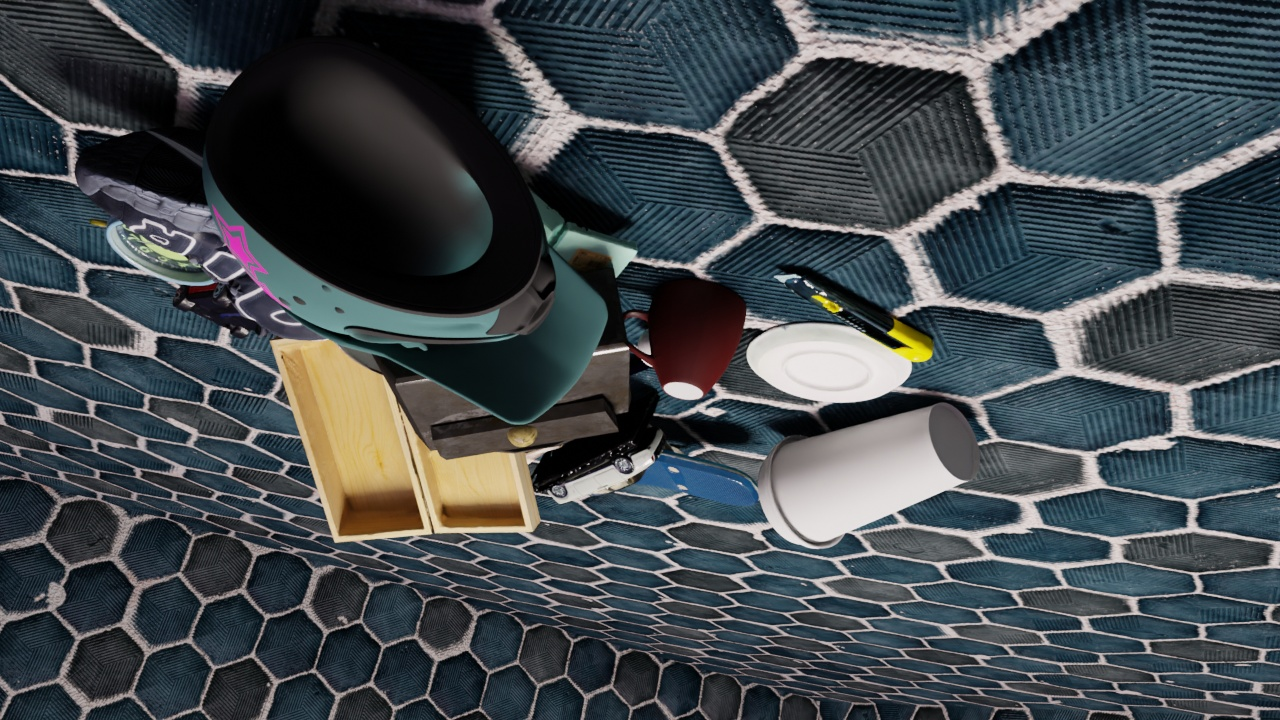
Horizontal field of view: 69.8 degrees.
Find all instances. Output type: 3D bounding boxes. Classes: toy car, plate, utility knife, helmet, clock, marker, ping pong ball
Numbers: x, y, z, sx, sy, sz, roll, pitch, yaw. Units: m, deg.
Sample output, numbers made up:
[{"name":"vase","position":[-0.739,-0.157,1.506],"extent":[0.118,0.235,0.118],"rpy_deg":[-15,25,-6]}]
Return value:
[{"name":"toy car","position":[-0.043,0.117,1.070],"extent":[0.192,0.093,0.071],"rpy_deg":[-28,109,36]},{"name":"plate","position":[0.180,0.007,0.888],"extent":[0.157,0.014,0.157],"rpy_deg":[10,155,5]},{"name":"utility knife","position":[0.185,-0.039,0.785],"extent":[0.172,0.020,0.029],"rpy_deg":[25,151,-24]},{"name":"helmet","position":[-0.154,-0.081,0.623],"extent":[0.275,0.176,0.200],"rpy_deg":[35,168,4]},{"name":"clock","position":[-0.408,-0.122,0.829],"extent":[0.162,0.060,0.118],"rpy_deg":[-9,146,31]},{"name":"toy car","position":[-0.423,-0.062,0.967],"extent":[0.190,0.056,0.081],"rpy_deg":[-3,151,43]},{"name":"marker","position":[-0.006,0.006,0.967],"extent":[0.018,0.015,0.134],"rpy_deg":[-2,168,-39]},{"name":"ping pong ball","position":[0.017,-0.013,0.889],"extent":[0.040,0.040,0.040],"rpy_deg":[10,155,4]}]

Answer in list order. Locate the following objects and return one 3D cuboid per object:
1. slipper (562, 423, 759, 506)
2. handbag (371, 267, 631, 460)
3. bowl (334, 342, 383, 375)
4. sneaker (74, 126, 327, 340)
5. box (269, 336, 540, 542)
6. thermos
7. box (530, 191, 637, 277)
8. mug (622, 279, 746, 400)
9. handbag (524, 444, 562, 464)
[{"name":"slipper","position":[0.016,0.116,1.144],"extent":[0.295,0.060,0.118],"rpy_deg":[10,154,29]},{"name":"handbag","position":[-0.106,0.030,0.791],"extent":[0.197,0.102,0.200],"rpy_deg":[-9,150,-3]},{"name":"bowl","position":[-0.224,-0.050,0.878],"extent":[0.151,0.056,0.151],"rpy_deg":[5,134,5]},{"name":"sneaker","position":[-0.330,-0.086,0.760],"extent":[0.252,0.097,0.151],"rpy_deg":[22,131,-13]},{"name":"box","position":[-0.250,0.075,0.994],"extent":[0.254,0.068,0.247],"rpy_deg":[-3,111,20]},{"name":"thermos","position":[0.243,0.119,0.985],"extent":[0.131,0.131,0.223],"rpy_deg":[26,144,-28]},{"name":"box","position":[-0.104,-0.063,0.773],"extent":[0.138,0.052,0.187],"rpy_deg":[30,136,-13]},{"name":"mug","position":[0.032,-0.015,0.820],"extent":[0.114,0.088,0.087],"rpy_deg":[11,156,3]},{"name":"handbag","position":[-0.174,0.054,1.077],"extent":[0.198,0.101,0.194],"rpy_deg":[-24,139,35]}]
